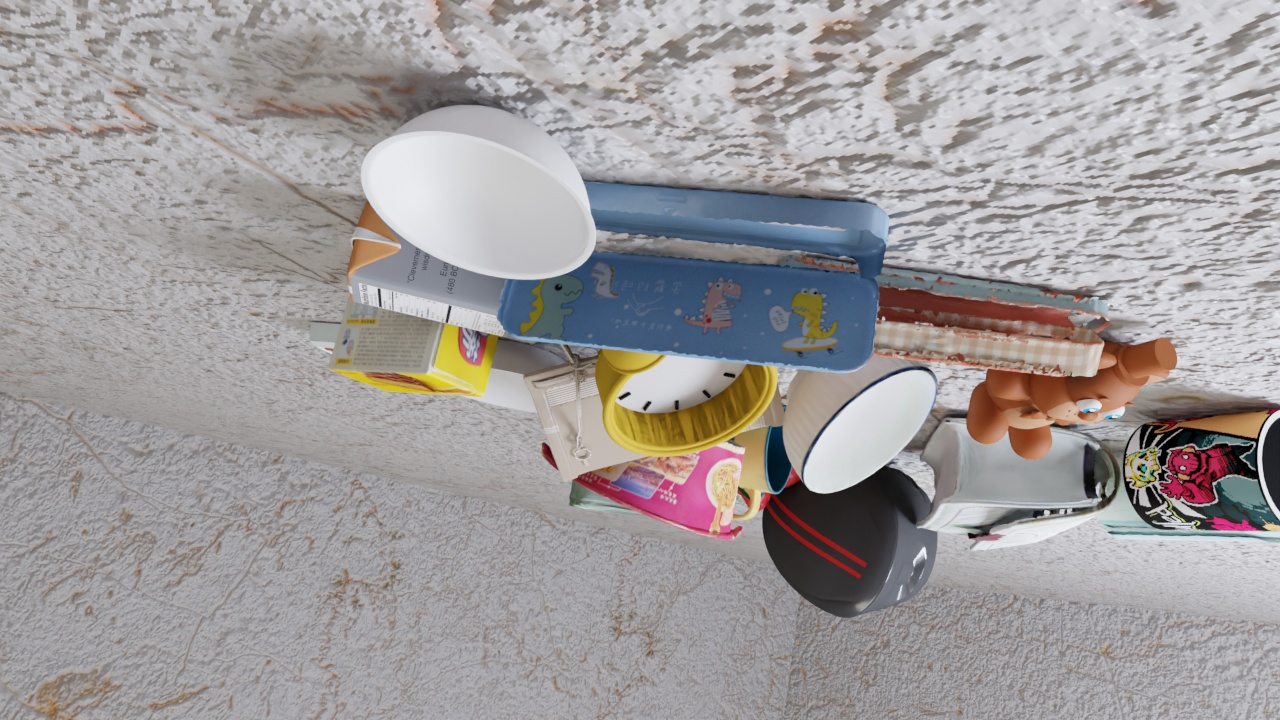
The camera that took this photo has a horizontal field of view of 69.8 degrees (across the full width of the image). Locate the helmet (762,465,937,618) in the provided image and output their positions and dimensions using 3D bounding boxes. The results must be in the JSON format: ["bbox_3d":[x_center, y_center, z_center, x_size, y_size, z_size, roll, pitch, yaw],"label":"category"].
[{"bbox_3d":[0.220,0.184,1.010,0.170,0.164,0.264,21,-170,-11],"label":"helmet"}]

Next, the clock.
[{"bbox_3d":[0.027,0.003,0.578,0.113,0.052,0.152,-11,140,-8],"label":"clock"}]

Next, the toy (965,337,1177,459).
[{"bbox_3d":[0.269,0.020,0.571,0.094,0.065,0.128,10,162,-25],"label":"toy"}]

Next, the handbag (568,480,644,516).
[{"bbox_3d":[-0.015,0.096,0.949,0.106,0.121,0.067,9,168,-8],"label":"handbag"}]

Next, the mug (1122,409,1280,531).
[{"bbox_3d":[0.431,0.088,0.660,0.118,0.081,0.098,28,161,-19],"label":"mug"}]

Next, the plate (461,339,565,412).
[{"bbox_3d":[-0.119,0.012,0.859,0.174,0.036,0.174,10,166,2],"label":"plate"}]

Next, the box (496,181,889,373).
[{"bbox_3d":[0.019,-0.048,0.477,0.209,0.077,0.074,6,160,14],"label":"box"}]

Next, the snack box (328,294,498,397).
[{"bbox_3d":[-0.160,-0.022,0.667,0.106,0.083,0.061,2,163,33],"label":"snack box"}]

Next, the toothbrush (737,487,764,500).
[{"bbox_3d":[0.063,0.099,0.967,0.190,0.017,0.016,31,146,46],"label":"toothbrush"}]

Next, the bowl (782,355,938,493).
[{"bbox_3d":[0.146,0.032,0.655,0.118,0.118,0.062,29,-162,-52],"label":"bowl"}]

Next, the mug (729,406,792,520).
[{"bbox_3d":[0.084,0.095,0.885,0.107,0.113,0.083,5,174,26],"label":"mug"}]

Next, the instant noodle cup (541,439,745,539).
[{"bbox_3d":[0.014,0.082,0.794,0.178,0.077,0.178,23,-179,-1],"label":"instant noodle cup"}]

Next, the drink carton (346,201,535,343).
[{"bbox_3d":[-0.119,-0.053,0.584,0.124,0.048,0.076,13,165,-11],"label":"drink carton"}]

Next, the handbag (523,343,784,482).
[{"bbox_3d":[0.003,-0.003,0.636,0.176,0.062,0.198,-15,146,4],"label":"handbag"}]

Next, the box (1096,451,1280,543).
[{"bbox_3d":[0.474,0.113,0.743,0.066,0.083,0.199,9,169,-35],"label":"box"}]

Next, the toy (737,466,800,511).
[{"bbox_3d":[0.107,0.092,0.998,0.094,0.088,0.133,55,165,-25],"label":"toy"}]

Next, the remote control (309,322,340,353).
[{"bbox_3d":[-0.250,-0.014,0.877,0.143,0.024,0.049,4,165,21],"label":"remote control"}]

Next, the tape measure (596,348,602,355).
[{"bbox_3d":[-0.004,0.004,0.748,0.065,0.037,0.064,13,164,-33],"label":"tape measure"}]

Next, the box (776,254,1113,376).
[{"bbox_3d":[0.167,-0.032,0.520,0.188,0.062,0.058,7,-169,4],"label":"box"}]

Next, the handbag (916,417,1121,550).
[{"bbox_3d":[0.335,0.120,0.841,0.142,0.096,0.198,6,163,12],"label":"handbag"}]

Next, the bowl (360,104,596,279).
[{"bbox_3d":[-0.070,-0.085,0.431,0.110,0.040,0.110,10,154,5],"label":"bowl"}]
